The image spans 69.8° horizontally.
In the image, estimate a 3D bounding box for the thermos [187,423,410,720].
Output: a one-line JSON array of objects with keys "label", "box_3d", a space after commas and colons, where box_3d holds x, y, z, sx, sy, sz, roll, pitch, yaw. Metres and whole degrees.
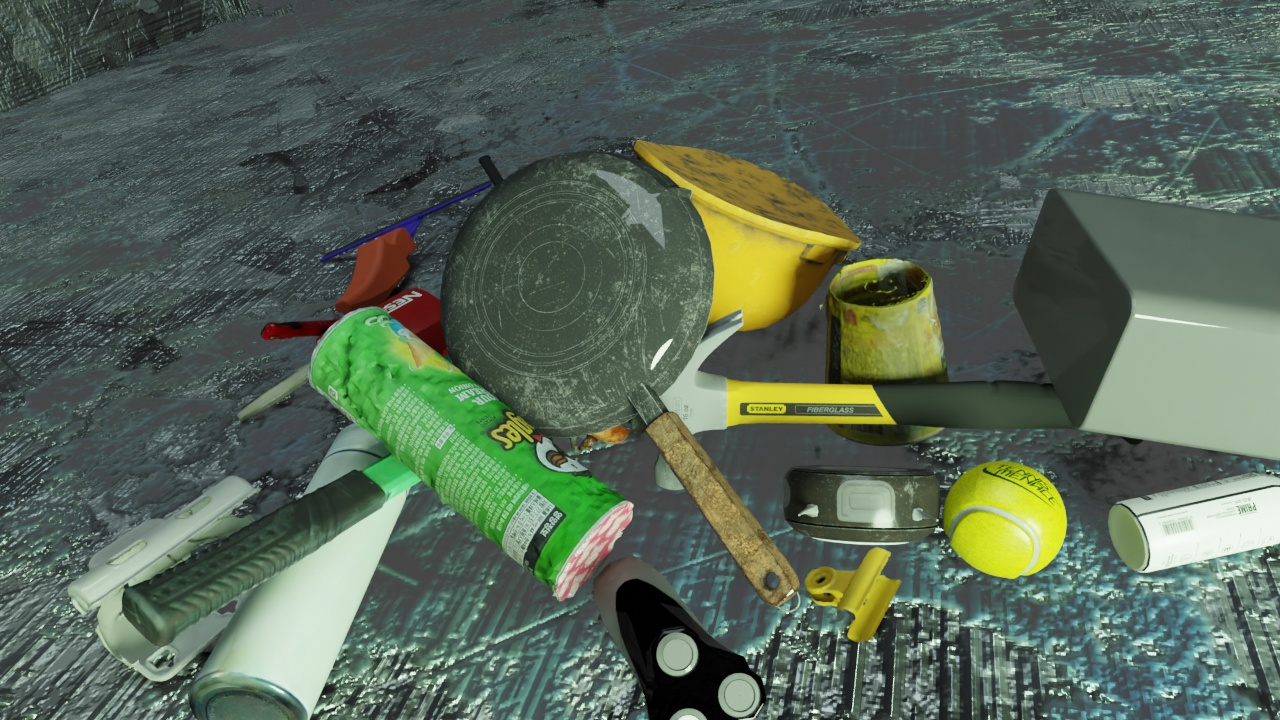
[{"label": "thermos", "box_3d": [-0.205, 0.131, 0.592, 0.068, 0.068, 0.229, -5, 32, 9]}]

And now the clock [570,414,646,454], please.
[{"label": "clock", "box_3d": [-0.004, 0.004, 0.676, 0.073, 0.121, 0.157, 25, 57, 14]}]

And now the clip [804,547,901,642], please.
[{"label": "clip", "box_3d": [0.120, 0.130, 0.527, 0.048, 0.046, 0.054, 32, 49, 15]}]

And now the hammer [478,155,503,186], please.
[{"label": "hammer", "box_3d": [-0.103, -0.105, 0.886, 0.095, 0.015, 0.324, -23, 52, -13]}]

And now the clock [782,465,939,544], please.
[{"label": "clock", "box_3d": [0.132, 0.087, 0.554, 0.091, 0.043, 0.122, 1, -4, 10]}]

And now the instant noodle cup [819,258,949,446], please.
[{"label": "instant noodle cup", "box_3d": [0.173, -0.010, 0.655, 0.102, 0.108, 0.102, -9, 33, 6]}]

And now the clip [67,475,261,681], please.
[{"label": "clip", "box_3d": [-0.320, 0.131, 0.621, 0.151, 0.110, 0.126, 22, 41, 27]}]

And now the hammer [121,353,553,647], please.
[{"label": "hammer", "box_3d": [-0.173, 0.082, 0.593, 0.130, 0.032, 0.317, 36, 34, 16]}]

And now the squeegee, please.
[{"label": "squeegee", "box_3d": [-0.283, -0.102, 0.998, 0.250, 0.055, 0.184, -18, 28, 22]}]

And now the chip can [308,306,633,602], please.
[{"label": "chip can", "box_3d": [-0.111, 0.052, 0.578, 0.223, 0.076, 0.075, 37, 51, 18]}]

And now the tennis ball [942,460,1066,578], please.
[{"label": "tennis ball", "box_3d": [0.208, 0.090, 0.525, 0.065, 0.065, 0.065, -8, 32, 5]}]

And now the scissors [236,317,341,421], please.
[{"label": "scissors", "box_3d": [-0.288, -0.006, 0.826, 0.179, 0.015, 0.199, -42, -11, 12]}]

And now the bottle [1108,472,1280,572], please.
[{"label": "bottle", "box_3d": [0.329, 0.087, 0.515, 0.116, 0.041, 0.041, -12, 32, -1]}]

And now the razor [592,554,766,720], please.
[{"label": "razor", "box_3d": [0.011, 0.152, 0.506, 0.057, 0.060, 0.156, -31, 16, -10]}]

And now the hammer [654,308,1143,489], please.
[{"label": "hammer", "box_3d": [0.169, 0.030, 0.610, 0.324, 0.127, 0.029, 0, 24, 5]}]

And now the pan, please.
[{"label": "pan", "box_3d": [-0.011, 0.007, 0.585, 0.208, 0.040, 0.357, -40, 66, 9]}]

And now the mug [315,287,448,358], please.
[{"label": "mug", "box_3d": [-0.203, 0.000, 0.788, 0.116, 0.081, 0.096, 26, 47, 35]}]

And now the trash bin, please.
[{"label": "trash bin", "box_3d": [0.372, -0.022, 0.568, 0.220, 0.098, 0.191, 9, 32, 3]}]

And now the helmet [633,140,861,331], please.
[{"label": "helmet", "box_3d": [0.070, -0.095, 0.796, 0.205, 0.131, 0.254, 27, 20, 6]}]
